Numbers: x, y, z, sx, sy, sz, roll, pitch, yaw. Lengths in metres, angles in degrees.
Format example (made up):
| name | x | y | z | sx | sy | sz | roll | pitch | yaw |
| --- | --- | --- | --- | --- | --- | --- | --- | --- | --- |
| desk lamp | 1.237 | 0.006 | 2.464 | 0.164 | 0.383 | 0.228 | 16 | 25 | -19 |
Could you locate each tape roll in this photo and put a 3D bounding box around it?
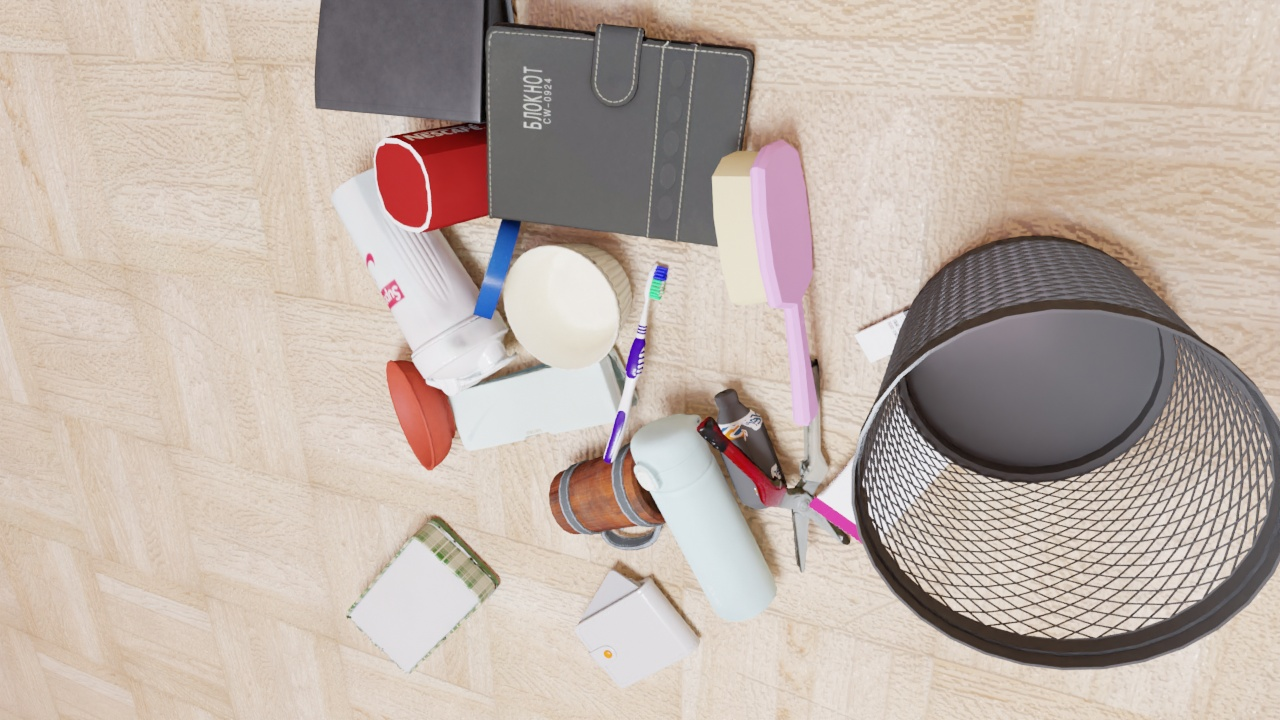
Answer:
| name | x | y | z | sx | sy | sz | roll | pitch | yaw |
| --- | --- | --- | --- | --- | --- | --- | --- | --- | --- |
| tape roll | -0.128 | -0.084 | 0.822 | 0.016 | 0.091 | 0.093 | 17 | 149 | -11 |

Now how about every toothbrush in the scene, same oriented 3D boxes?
| name | x | y | z | sx | sy | sz | roll | pitch | yaw |
| --- | --- | --- | --- | --- | --- | --- | --- | --- | --- |
| toothbrush | -0.005 | 0.005 | 0.823 | 0.016 | 0.015 | 0.187 | 16 | 99 | 16 |

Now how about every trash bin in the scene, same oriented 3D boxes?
| name | x | y | z | sx | sy | sz | roll | pitch | yaw |
| --- | --- | --- | --- | --- | --- | --- | --- | --- | --- |
| trash bin | 0.258 | 0.037 | 0.593 | 0.218 | 0.226 | 0.218 | 7 | 113 | 16 |

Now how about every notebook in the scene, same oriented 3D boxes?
| name | x | y | z | sx | sy | sz | roll | pitch | yaw |
| --- | --- | --- | --- | --- | --- | --- | --- | --- | --- |
| notebook | -0.021 | -0.181 | 0.741 | 0.209 | 0.029 | 0.170 | 6 | 119 | 3 |

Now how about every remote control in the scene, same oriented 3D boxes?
| name | x | y | z | sx | sy | sz | roll | pitch | yaw |
| --- | --- | --- | --- | --- | --- | --- | --- | --- | --- |
| remote control | 0.229 | -0.035 | 0.720 | 0.124 | 0.011 | 0.028 | -28 | 98 | 33 |

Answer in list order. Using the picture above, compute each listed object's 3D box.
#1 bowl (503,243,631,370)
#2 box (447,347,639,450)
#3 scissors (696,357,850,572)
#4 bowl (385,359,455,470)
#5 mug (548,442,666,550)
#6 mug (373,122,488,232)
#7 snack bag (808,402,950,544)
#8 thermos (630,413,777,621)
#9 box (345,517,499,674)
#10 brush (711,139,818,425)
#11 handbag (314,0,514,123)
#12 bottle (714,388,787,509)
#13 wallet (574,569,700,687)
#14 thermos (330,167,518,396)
| name | x | y | z | sx | sy | sz | roll | pitch | yaw |
| --- | --- | --- | --- | --- | --- | --- | --- | --- | --- |
| bowl | -0.058 | -0.055 | 0.827 | 0.115 | 0.062 | 0.115 | 11 | 116 | 23 |
| box | -0.102 | 0.039 | 0.901 | 0.199 | 0.067 | 0.083 | -15 | 123 | 33 |
| scissors | 0.130 | 0.087 | 0.795 | 0.198 | 0.015 | 0.179 | 24 | 94 | -23 |
| bowl | -0.225 | 0.052 | 0.955 | 0.122 | 0.035 | 0.122 | 43 | 145 | 42 |
| mug | -0.016 | 0.139 | 0.891 | 0.111 | 0.081 | 0.117 | -20 | 120 | 36 |
| mug | -0.179 | -0.166 | 0.811 | 0.116 | 0.096 | 0.080 | 23 | 124 | 38 |
| snack bag | 0.223 | 0.072 | 0.758 | 0.070 | 0.016 | 0.197 | 35 | 116 | 4 |
| thermos | 0.057 | 0.142 | 0.831 | 0.065 | 0.077 | 0.207 | 3 | 128 | 48 |
| box | -0.261 | 0.284 | 1.093 | 0.117 | 0.050 | 0.206 | 42 | 124 | 1 |
| brush | 0.106 | -0.056 | 0.728 | 0.043 | 0.089 | 0.229 | 2 | 113 | 31 |
| handbag | -0.193 | -0.312 | 0.782 | 0.176 | 0.072 | 0.196 | 11 | 112 | 22 |
| bottle | 0.094 | 0.078 | 0.819 | 0.047 | 0.046 | 0.112 | -15 | 106 | 31 |
| wallet | -0.015 | 0.278 | 0.971 | 0.119 | 0.037 | 0.115 | -37 | 92 | 31 |
| thermos | -0.209 | -0.076 | 0.883 | 0.100 | 0.099 | 0.220 | -29 | 92 | 34 |
